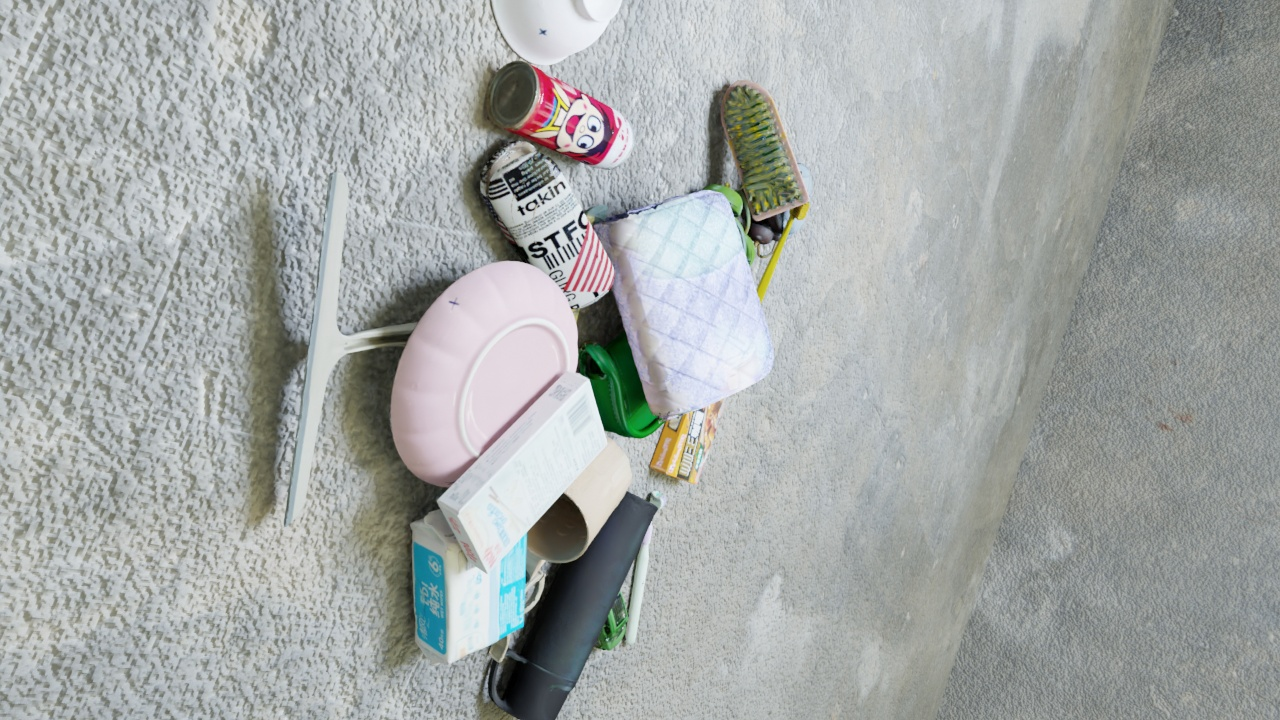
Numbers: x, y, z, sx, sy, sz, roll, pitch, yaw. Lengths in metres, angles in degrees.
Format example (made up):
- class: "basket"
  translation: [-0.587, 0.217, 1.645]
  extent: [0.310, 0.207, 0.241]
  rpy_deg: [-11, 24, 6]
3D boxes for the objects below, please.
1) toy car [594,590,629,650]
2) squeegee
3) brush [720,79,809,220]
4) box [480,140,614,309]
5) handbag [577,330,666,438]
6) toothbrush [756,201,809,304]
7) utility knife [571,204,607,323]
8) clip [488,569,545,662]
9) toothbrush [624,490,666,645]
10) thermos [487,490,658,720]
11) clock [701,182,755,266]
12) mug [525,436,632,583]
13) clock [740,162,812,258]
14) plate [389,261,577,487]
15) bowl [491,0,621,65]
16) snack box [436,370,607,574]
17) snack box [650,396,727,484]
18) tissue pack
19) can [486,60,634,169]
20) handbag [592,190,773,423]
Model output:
- class: "toy car"
  translation: [-0.036, 0.283, 1.012]
  extent: [0.043, 0.036, 0.091]
  rpy_deg: [-42, 139, -39]
- class: "squeegee"
  translation: [-0.162, -0.018, 0.706]
  extent: [0.246, 0.039, 0.247]
  rpy_deg: [-10, 118, -54]
- class: "brush"
  translation: [0.127, -0.227, 0.976]
  extent: [0.145, 0.063, 0.073]
  rpy_deg: [70, 20, -4]
- class: "box"
  translation: [-0.084, -0.113, 0.778]
  extent: [0.075, 0.077, 0.163]
  rpy_deg: [-36, 138, -3]
- class: "handbag"
  translation: [-0.005, 0.005, 0.917]
  extent: [0.131, 0.068, 0.120]
  rpy_deg: [-40, 125, -36]
- class: "toothbrush"
  translation: [0.155, -0.108, 1.065]
  extent: [0.015, 0.016, 0.191]
  rpy_deg: [-13, 139, -33]
- class: "utility knife"
  translation: [-0.062, -0.061, 0.854]
  extent: [0.031, 0.019, 0.178]
  rpy_deg: [12, 98, -49]
- class: "clip"
  translation: [-0.126, 0.237, 0.870]
  extent: [0.097, 0.034, 0.060]
  rpy_deg: [-59, 144, -11]
- class: "toothbrush"
  translation: [0.004, 0.244, 1.063]
  extent: [0.020, 0.029, 0.190]
  rpy_deg: [8, 101, -13]
- class: "thermos"
  translation: [-0.070, 0.240, 0.922]
  extent: [0.090, 0.068, 0.242]
  rpy_deg: [34, 76, -31]
- class: "clock"
  translation: [0.071, -0.118, 0.972]
  extent: [0.160, 0.056, 0.116]
  rpy_deg: [-52, 141, -28]
- class: "mug"
  translation: [-0.071, 0.138, 0.856]
  extent: [0.103, 0.084, 0.125]
  rpy_deg: [-45, 164, -57]
- class: "clock"
  translation: [0.156, -0.178, 1.065]
  extent: [0.081, 0.055, 0.122]
  rpy_deg: [-19, 119, -50]
- class: "plate"
  translation: [-0.110, 0.018, 0.729]
  extent: [0.191, 0.039, 0.193]
  rpy_deg: [-34, 135, -41]
- class: "bowl"
  translation: [-0.053, -0.292, 0.719]
  extent: [0.118, 0.065, 0.118]
  rpy_deg: [-27, 125, -47]
- class: "snack box"
  translation: [-0.090, 0.088, 0.740]
  extent: [0.156, 0.027, 0.085]
  rpy_deg: [-46, 143, -29]
- class: "snack box"
  translation: [0.064, 0.063, 1.064]
  extent: [0.075, 0.026, 0.153]
  rpy_deg: [27, 81, -54]
- class: "tissue pack"
  translation: [-0.148, 0.185, 0.788]
  extent: [0.089, 0.063, 0.140]
  rpy_deg: [-15, 113, -47]
- class: "can"
  translation: [-0.062, -0.198, 0.755]
  extent: [0.132, 0.053, 0.053]
  rpy_deg: [9, 96, -55]
- class: "handbag"
  translation: [0.041, -0.055, 0.862]
  extent: [0.134, 0.076, 0.194]
  rpy_deg: [-22, 100, -33]
